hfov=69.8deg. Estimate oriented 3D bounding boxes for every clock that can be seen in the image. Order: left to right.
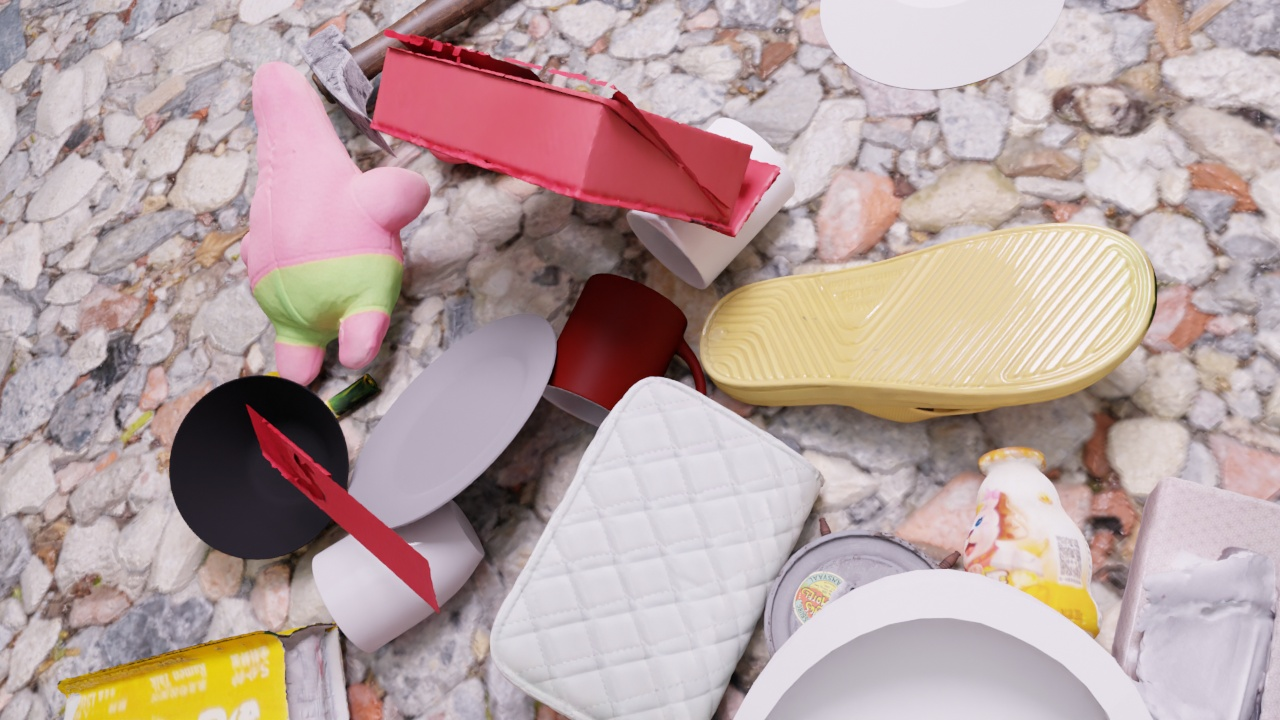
[{"bbox_3d":[0.118,0.160,0.498,0.104,0.056,0.147,11,69,21],"label":"clock"}]

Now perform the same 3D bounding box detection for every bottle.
[{"bbox_3d":[0.206,0.102,0.492,0.063,0.063,0.108,-5,58,15],"label":"bottle"}]

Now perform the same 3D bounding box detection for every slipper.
[{"bbox_3d":[0.162,-0.010,0.551,0.264,0.078,0.099,-4,65,34],"label":"slipper"}]

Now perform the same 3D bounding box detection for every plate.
[{"bbox_3d":[-0.123,0.039,0.606,0.179,0.012,0.178,-30,32,21],"label":"plate"},{"bbox_3d":[0.218,-0.281,0.669,0.174,0.036,0.173,-7,66,14],"label":"plate"}]

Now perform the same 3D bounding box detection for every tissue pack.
[{"bbox_3d":[0.279,0.151,0.449,0.104,0.071,0.181,17,77,22],"label":"tissue pack"}]

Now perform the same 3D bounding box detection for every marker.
[{"bbox_3d":[-0.259,0.055,0.682,0.146,0.017,0.017,-33,62,1],"label":"marker"}]

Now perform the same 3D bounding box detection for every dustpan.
[{"bbox_3d":[0.123,0.225,0.420,0.191,0.053,0.257,25,90,16],"label":"dustpan"}]

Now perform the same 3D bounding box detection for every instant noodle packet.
[{"bbox_3d":[-0.258,0.286,0.554,0.163,0.084,0.221,-18,70,11],"label":"instant noodle packet"}]

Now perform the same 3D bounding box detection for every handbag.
[{"bbox_3d":[0.009,0.118,0.530,0.139,0.072,0.194,31,77,-5],"label":"handbag"}]

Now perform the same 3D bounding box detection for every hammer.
[{"bbox_3d":[-0.130,-0.293,0.757,0.300,0.037,0.217,-36,44,-6],"label":"hammer"}]

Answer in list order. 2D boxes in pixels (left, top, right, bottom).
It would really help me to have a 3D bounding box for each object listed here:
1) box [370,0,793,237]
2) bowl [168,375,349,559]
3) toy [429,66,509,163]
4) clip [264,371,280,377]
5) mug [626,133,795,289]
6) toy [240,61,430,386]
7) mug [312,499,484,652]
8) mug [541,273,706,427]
[{"bbox_3d":[0.022,-0.224,0.585,0.213,0.148,0.374,27,72,40],"label":"box"},{"bbox_3d":[-0.256,0.074,0.644,0.124,0.052,0.124,0,86,3],"label":"bowl"},{"bbox_3d":[-0.138,-0.197,0.738,0.135,0.045,0.091,17,69,27],"label":"toy"},{"bbox_3d":[-0.286,0.032,0.699,0.054,0.046,0.048,-6,99,15],"label":"clip"},{"bbox_3d":[0.038,-0.112,0.639,0.090,0.074,0.110,-47,37,-6],"label":"mug"},{"bbox_3d":[-0.241,-0.104,0.680,0.192,0.096,0.236,-12,90,28],"label":"toy"},{"bbox_3d":[-0.156,0.123,0.600,0.089,0.071,0.107,-32,34,-6],"label":"mug"},{"bbox_3d":[-0.004,0.003,0.601,0.105,0.073,0.082,25,75,0],"label":"mug"}]
